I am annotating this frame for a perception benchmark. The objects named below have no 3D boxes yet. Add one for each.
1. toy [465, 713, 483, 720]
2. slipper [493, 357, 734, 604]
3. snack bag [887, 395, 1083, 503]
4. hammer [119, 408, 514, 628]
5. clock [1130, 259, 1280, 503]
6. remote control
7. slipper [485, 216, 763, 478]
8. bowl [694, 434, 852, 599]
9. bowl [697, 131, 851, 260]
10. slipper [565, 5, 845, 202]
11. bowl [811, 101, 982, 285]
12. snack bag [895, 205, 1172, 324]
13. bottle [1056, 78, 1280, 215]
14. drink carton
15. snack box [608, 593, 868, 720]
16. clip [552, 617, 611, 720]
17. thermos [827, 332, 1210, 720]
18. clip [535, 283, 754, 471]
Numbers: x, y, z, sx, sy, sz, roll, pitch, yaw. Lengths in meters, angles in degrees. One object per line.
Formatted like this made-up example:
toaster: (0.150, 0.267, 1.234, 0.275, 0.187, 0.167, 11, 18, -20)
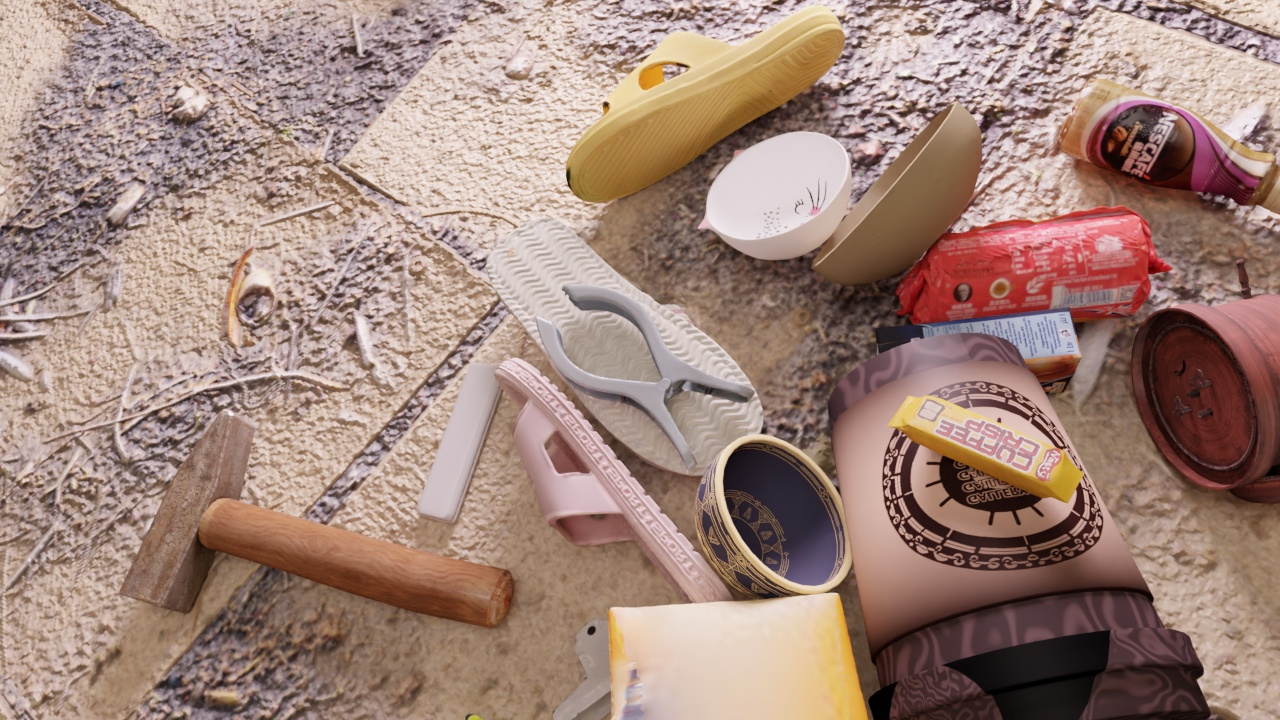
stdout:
toy: (-0.103, 0.288, 0.604, 0.093, 0.036, 0.094, 15, 77, 13)
slipper: (-0.033, 0.101, 0.641, 0.064, 0.094, 0.239, -40, 70, -11)
snack bag: (0.183, 0.045, 0.491, 0.099, 0.020, 0.026, 26, 66, 30)
hammer: (-0.233, 0.141, 0.697, 0.301, 0.037, 0.157, 11, 69, 16)
clock: (0.382, 0.028, 0.568, 0.072, 0.121, 0.157, -14, 56, -3)
remote control: (-0.141, 0.063, 0.724, 0.033, 0.012, 0.130, 10, 69, 16)
slipper: (-0.014, -0.012, 0.709, 0.115, 0.052, 0.263, -43, 69, -10)
bowl: (0.080, 0.113, 0.615, 0.061, 0.112, 0.112, -46, 54, 41)
bowl: (0.114, -0.121, 0.719, 0.115, 0.050, 0.114, -18, 47, 20)
slipper: (0.044, -0.228, 0.764, 0.263, 0.099, 0.078, -29, 73, -6)
bowl: (0.192, -0.109, 0.662, 0.050, 0.152, 0.152, 40, 78, 0)
snack bag: (0.273, -0.062, 0.650, 0.176, 0.082, 0.082, -6, 65, 9)
bottle: (0.399, -0.152, 0.675, 0.166, 0.060, 0.059, 30, 76, 22)
drink carton: (0.230, 0.000, 0.641, 0.130, 0.064, 0.040, -6, 63, 10)
snack box: (0.056, 0.231, 0.511, 0.145, 0.081, 0.194, -4, 47, 0)
clip: (-0.018, 0.210, 0.630, 0.102, 0.056, 0.056, -35, 108, -5)
thermos: (0.202, 0.112, 0.548, 0.173, 0.173, 0.225, -13, 58, 6)
clip: (0.007, -0.009, 0.660, 0.163, 0.028, 0.112, 39, 80, 18)
